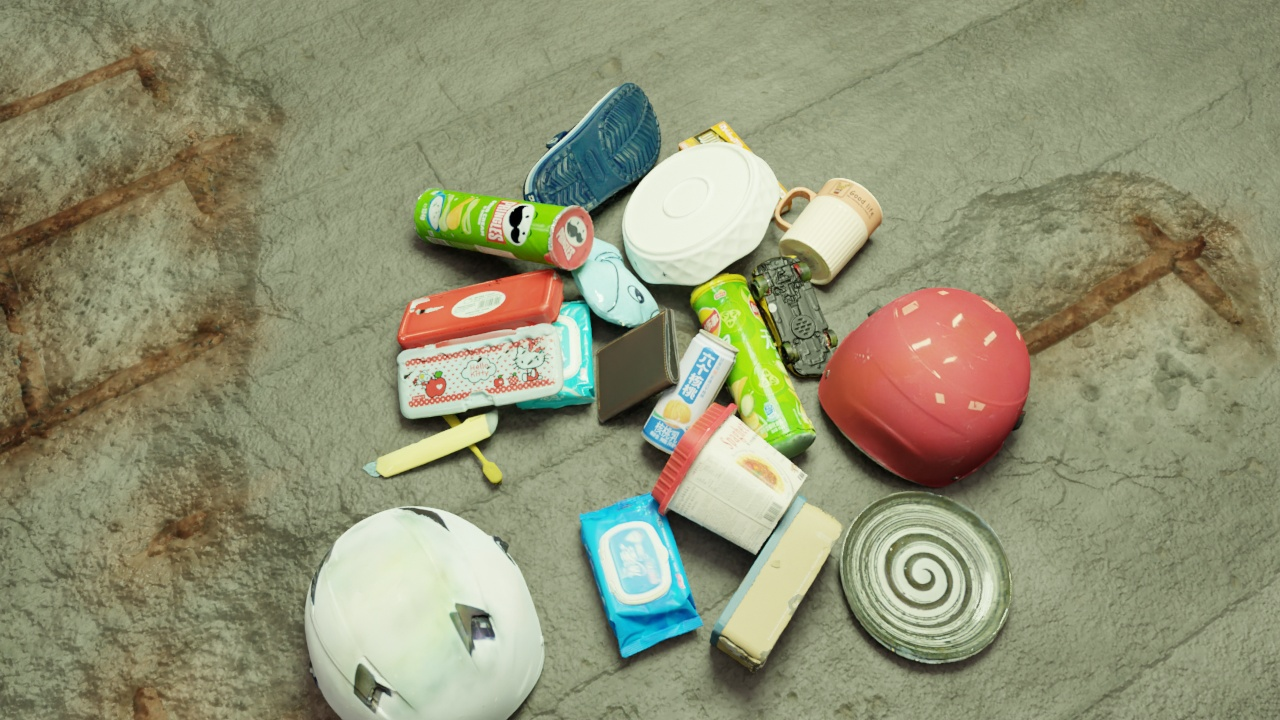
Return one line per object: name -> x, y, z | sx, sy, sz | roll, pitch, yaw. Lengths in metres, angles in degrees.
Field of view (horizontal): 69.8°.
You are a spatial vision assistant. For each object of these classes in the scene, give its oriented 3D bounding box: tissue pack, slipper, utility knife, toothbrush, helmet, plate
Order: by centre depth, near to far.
helmet -> -0.224, 0.248, 0.892 | 0.228, 0.146, 0.258 | -29, 67, -12
tissue pack -> -0.002, 0.218, 0.953 | 0.095, 0.052, 0.157 | -17, 65, -7
plate -> 0.296, 0.226, 0.960 | 0.179, 0.024, 0.179 | 0, 63, 0
helmet -> 0.330, 0.007, 0.994 | 0.207, 0.144, 0.239 | 41, 68, 13
utility knife -> -0.234, 0.096, 1.025 | 0.167, 0.018, 0.031 | -20, 68, 0
toothbrush -> -0.214, 0.070, 1.051 | 0.015, 0.017, 0.190 | -36, 67, -14
tissue pack -> -0.101, -0.009, 1.066 | 0.093, 0.050, 0.133 | -6, 63, 0
plate -> 0.063, -0.182, 1.100 | 0.205, 0.045, 0.204 | -18, 50, 22
slipper -> -0.065, -0.252, 1.164 | 0.095, 0.105, 0.252 | -5, 38, 45

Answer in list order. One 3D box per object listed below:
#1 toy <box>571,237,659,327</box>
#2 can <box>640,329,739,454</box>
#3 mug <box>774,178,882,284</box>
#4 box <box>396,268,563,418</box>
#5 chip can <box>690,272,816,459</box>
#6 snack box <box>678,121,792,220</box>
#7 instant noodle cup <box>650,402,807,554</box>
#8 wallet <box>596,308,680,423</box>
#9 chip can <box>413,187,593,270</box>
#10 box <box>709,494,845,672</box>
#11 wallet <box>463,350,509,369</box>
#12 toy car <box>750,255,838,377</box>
toy -> -0.041, -0.095, 1.090 | 0.161, 0.050, 0.156 | 28, 35, -18
can -> 0.055, 0.036, 1.007 | 0.053, 0.053, 0.135 | 31, 99, 15
mug -> 0.217, -0.164, 1.117 | 0.114, 0.082, 0.105 | 35, 71, 19
box -> -0.182, -0.020, 1.033 | 0.201, 0.059, 0.160 | -11, 62, 17
chip can -> 0.126, 0.009, 1.040 | 0.072, 0.073, 0.221 | -18, 66, -7
snack box -> 0.121, -0.237, 1.184 | 0.075, 0.026, 0.153 | -30, 67, -13
instant noodle cup -> 0.094, 0.125, 0.949 | 0.124, 0.117, 0.116 | 34, 30, 12
wallet -> -0.006, 0.006, 1.032 | 0.020, 0.123, 0.096 | 22, 52, -37
chip can -> -0.166, -0.156, 1.076 | 0.236, 0.072, 0.072 | 14, 62, 36
box -> 0.142, 0.221, 0.930 | 0.062, 0.090, 0.183 | 30, 66, 15
wallet -> -0.194, -0.019, 1.089 | 0.087, 0.024, 0.115 | -9, 63, 2
toy car -> 0.181, -0.051, 1.082 | 0.071, 0.041, 0.155 | -20, 79, -11
